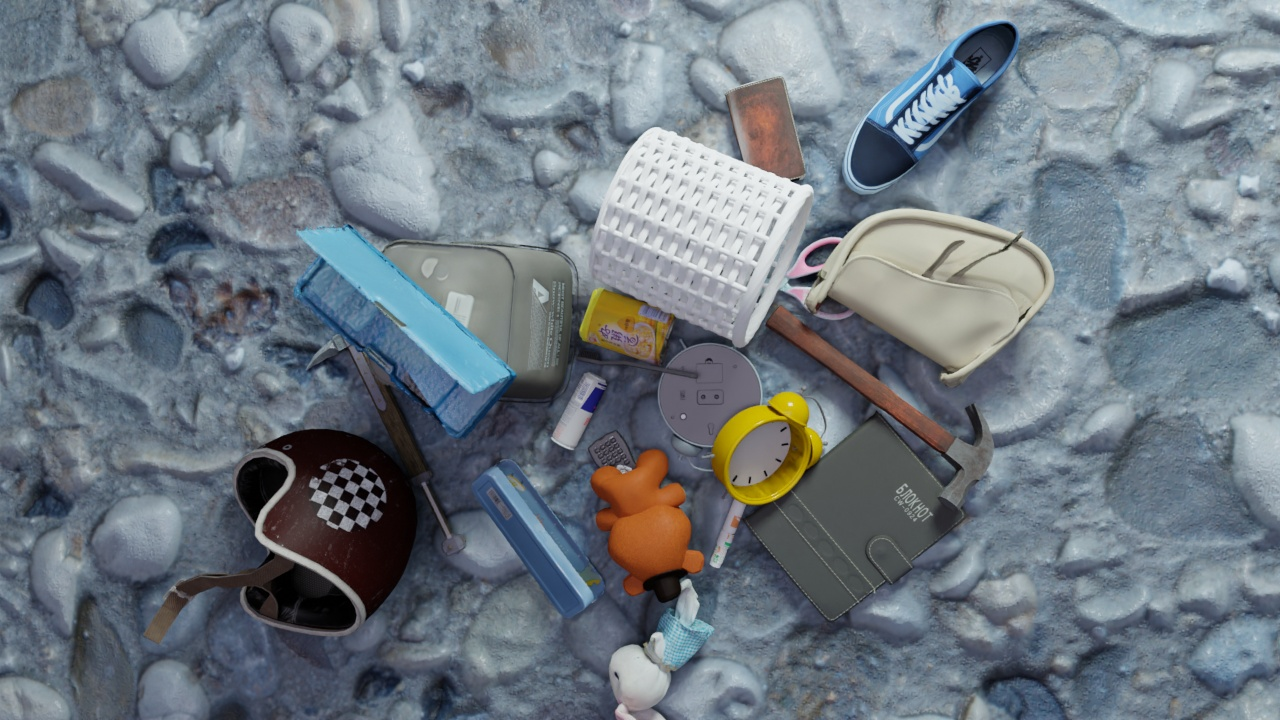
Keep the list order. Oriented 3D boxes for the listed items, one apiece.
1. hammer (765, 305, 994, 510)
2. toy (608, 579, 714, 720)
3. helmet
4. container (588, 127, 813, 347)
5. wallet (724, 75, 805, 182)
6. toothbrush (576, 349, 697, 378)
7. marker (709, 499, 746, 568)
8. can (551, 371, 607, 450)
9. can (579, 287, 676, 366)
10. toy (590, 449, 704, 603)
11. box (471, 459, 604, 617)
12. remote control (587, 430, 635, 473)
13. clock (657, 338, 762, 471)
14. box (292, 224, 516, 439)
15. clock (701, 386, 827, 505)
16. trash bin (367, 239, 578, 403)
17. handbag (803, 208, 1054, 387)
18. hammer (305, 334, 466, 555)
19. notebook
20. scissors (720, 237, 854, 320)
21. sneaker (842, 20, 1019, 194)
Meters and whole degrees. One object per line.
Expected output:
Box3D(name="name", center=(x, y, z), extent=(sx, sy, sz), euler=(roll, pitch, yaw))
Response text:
Box3D(name="hammer", center=(0.273, 0.036, 1.064), extent=(0.300, 0.028, 0.111), euler=(38, 79, 7))
Box3D(name="toy", center=(0.013, 0.355, 1.089), extent=(0.106, 0.131, 0.205), euler=(16, 81, 27))
Box3D(name="helmet", center=(-0.386, 0.206, 1.059), extent=(0.234, 0.252, 0.234), euler=(25, 136, -9))
Box3D(name="container", center=(0.067, -0.136, 1.015), extent=(0.187, 0.189, 0.189), euler=(25, 94, 11))
Box3D(name="wallet", center=(0.149, -0.269, 1.090), extent=(0.072, 0.019, 0.123), euler=(-14, 89, 8))
Box3D(name="toothbrush", center=(-0.006, 0.006, 1.091), extent=(0.167, 0.012, 0.013), euler=(11, 86, 30))
Box3D(name="marker", center=(0.116, 0.181, 1.106), extent=(0.017, 0.017, 0.145), euler=(22, 94, 6))
Box3D(name="can", center=(-0.074, 0.061, 1.120), extent=(0.032, 0.032, 0.095), euler=(28, 94, 6))
Box3D(name="can", center=(-0.014, -0.040, 1.092), extent=(0.105, 0.067, 0.067), euler=(19, 93, 6))
Box3D(name="toy", center=(0.006, 0.195, 1.074), extent=(0.112, 0.096, 0.176), euler=(-20, 63, 7))
Box3D(name="box", center=(-0.123, 0.217, 1.136), extent=(0.210, 0.063, 0.069), euler=(53, 133, 6))
Box3D(name="remote control", center=(-0.016, 0.147, 1.126), extent=(0.046, 0.009, 0.124), euler=(-33, 87, 7))
Box3D(name="clock", center=(0.084, 0.053, 1.094), extent=(0.122, 0.045, 0.159), euler=(-1, 92, 7))
Box3D(name="box", center=(-0.240, -0.028, 0.878), extent=(0.231, 0.110, 0.094), euler=(42, 94, 5))
Box3D(name="clock", center=(0.149, 0.100, 1.058), extent=(0.152, 0.052, 0.113), euler=(-33, 123, -9))
Box3D(name="trash bin", center=(-0.189, -0.047, 1.039), extent=(0.197, 0.220, 0.197), euler=(5, 91, 7))
Box3D(name="handbag", center=(0.324, -0.083, 1.015), extent=(0.229, 0.132, 0.184), euler=(30, 98, 4))
Box3D(name="hammer", center=(-0.302, 0.102, 1.154), extent=(0.147, 0.028, 0.317), euler=(-27, 87, 13))
Box3D(name="notebook", center=(0.254, 0.189, 1.084), extent=(0.209, 0.029, 0.169), euler=(-41, 85, 8))
Box3D(name="scissors", center=(0.177, -0.077, 1.095), extent=(0.179, 0.016, 0.108), euler=(-17, 89, 7))
Box3D(name="sneaker", center=(0.322, -0.291, 1.028), extent=(0.241, 0.098, 0.083), euler=(-44, 86, 6))
